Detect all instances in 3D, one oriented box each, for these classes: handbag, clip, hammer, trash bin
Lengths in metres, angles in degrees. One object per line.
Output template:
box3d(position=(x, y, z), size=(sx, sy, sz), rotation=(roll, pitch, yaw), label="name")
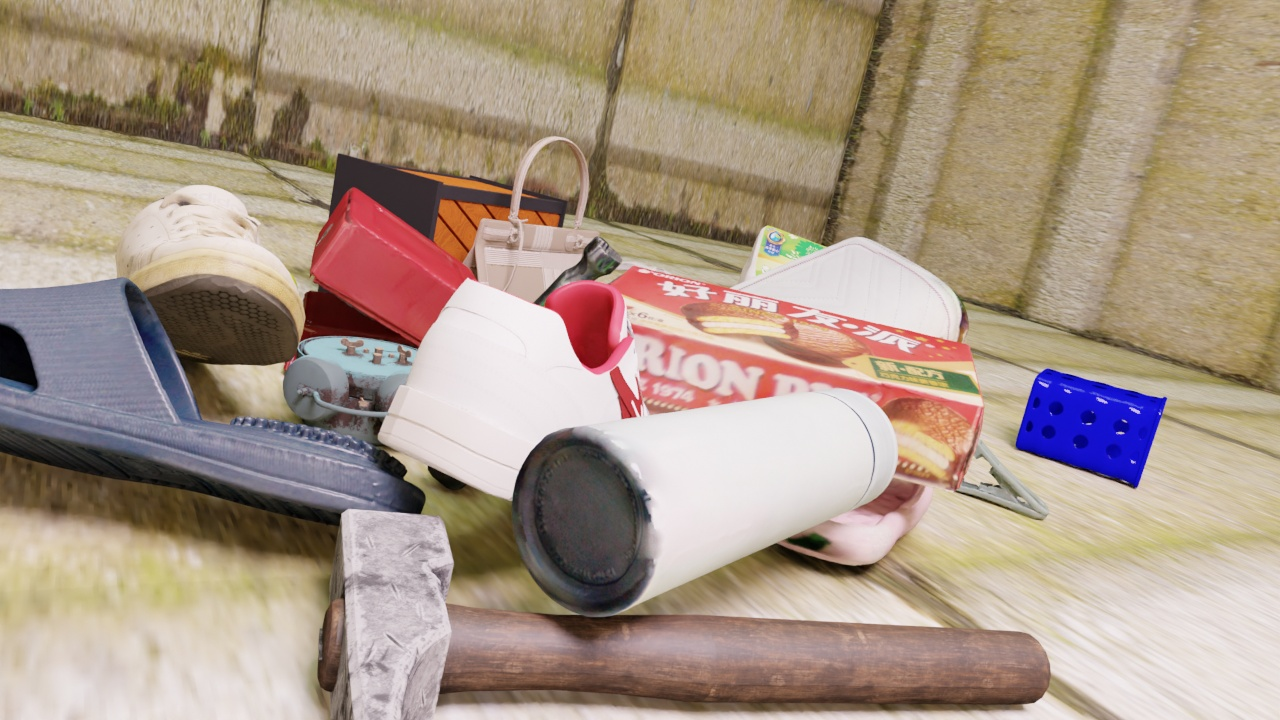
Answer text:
box3d(position=(-0.093, -0.107, 0.852), size=(0.062, 0.198, 0.175), rotation=(21, 14, 32), label="handbag")
box3d(position=(0.279, 0.098, 0.706), size=(0.076, 0.061, 0.023), rotation=(34, 21, 20), label="clip")
box3d(position=(0.046, 0.124, 0.317), size=(0.300, 0.037, 0.218), rotation=(9, 12, -21), label="hammer")
box3d(position=(-0.084, 0.000, 0.635), size=(0.032, 0.130, 0.318), rotation=(45, 18, -11), label="hammer")
box3d(position=(-0.192, -0.109, 0.899), size=(0.140, 0.140, 0.171), rotation=(21, 14, 33), label="trash bin")
box3d(position=(0.161, -0.014, 0.779), size=(0.198, 0.096, 0.142), rotation=(-23, 44, -25), label="handbag")

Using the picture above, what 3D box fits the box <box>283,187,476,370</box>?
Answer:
box3d(position=(-0.187, -0.054, 0.699), size=(0.137, 0.127, 0.157), rotation=(13, 11, -21), label="box")

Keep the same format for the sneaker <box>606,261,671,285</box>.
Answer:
box3d(position=(0.010, -0.060, 1.011), size=(0.118, 0.088, 0.241), rotation=(2, 15, -40), label="sneaker")

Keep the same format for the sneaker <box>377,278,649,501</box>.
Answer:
box3d(position=(-0.027, 0.017, 0.467), size=(0.090, 0.104, 0.236), rotation=(20, -4, 28), label="sneaker")

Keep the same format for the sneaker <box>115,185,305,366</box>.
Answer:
box3d(position=(-0.247, -0.055, 0.529), size=(0.088, 0.102, 0.242), rotation=(21, -15, -36), label="sneaker")

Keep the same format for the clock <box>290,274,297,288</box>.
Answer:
box3d(position=(-0.306, -0.046, 0.683), size=(0.083, 0.057, 0.119), rotation=(9, 18, -7), label="clock")

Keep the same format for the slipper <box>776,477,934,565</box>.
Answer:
box3d(position=(0.130, 0.075, 0.586), size=(0.107, 0.056, 0.221), rotation=(16, 14, 21), label="slipper")

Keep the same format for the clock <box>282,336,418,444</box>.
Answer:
box3d(position=(-0.163, 0.018, 0.547), size=(0.090, 0.053, 0.124), rotation=(9, 12, -11), label="clock")

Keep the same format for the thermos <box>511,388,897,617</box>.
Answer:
box3d(position=(0.044, 0.051, 0.403), size=(0.068, 0.068, 0.229), rotation=(21, 14, 32), label="thermos")

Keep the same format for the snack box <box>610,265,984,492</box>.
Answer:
box3d(position=(0.087, 0.005, 0.580), size=(0.236, 0.060, 0.113), rotation=(15, 22, 11), label="snack box")

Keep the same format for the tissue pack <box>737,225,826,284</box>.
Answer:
box3d(position=(0.187, -0.031, 0.960), size=(0.198, 0.142, 0.120), rotation=(24, 42, 6), label="tissue pack")

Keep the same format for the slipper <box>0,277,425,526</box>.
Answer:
box3d(position=(-0.216, 0.008, 0.393), size=(0.263, 0.082, 0.101), rotation=(15, -18, -5), label="slipper")

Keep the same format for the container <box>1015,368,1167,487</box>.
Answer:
box3d(position=(0.444, 0.063, 0.907), size=(0.114, 0.084, 0.085), rotation=(18, 14, 29), label="container")
